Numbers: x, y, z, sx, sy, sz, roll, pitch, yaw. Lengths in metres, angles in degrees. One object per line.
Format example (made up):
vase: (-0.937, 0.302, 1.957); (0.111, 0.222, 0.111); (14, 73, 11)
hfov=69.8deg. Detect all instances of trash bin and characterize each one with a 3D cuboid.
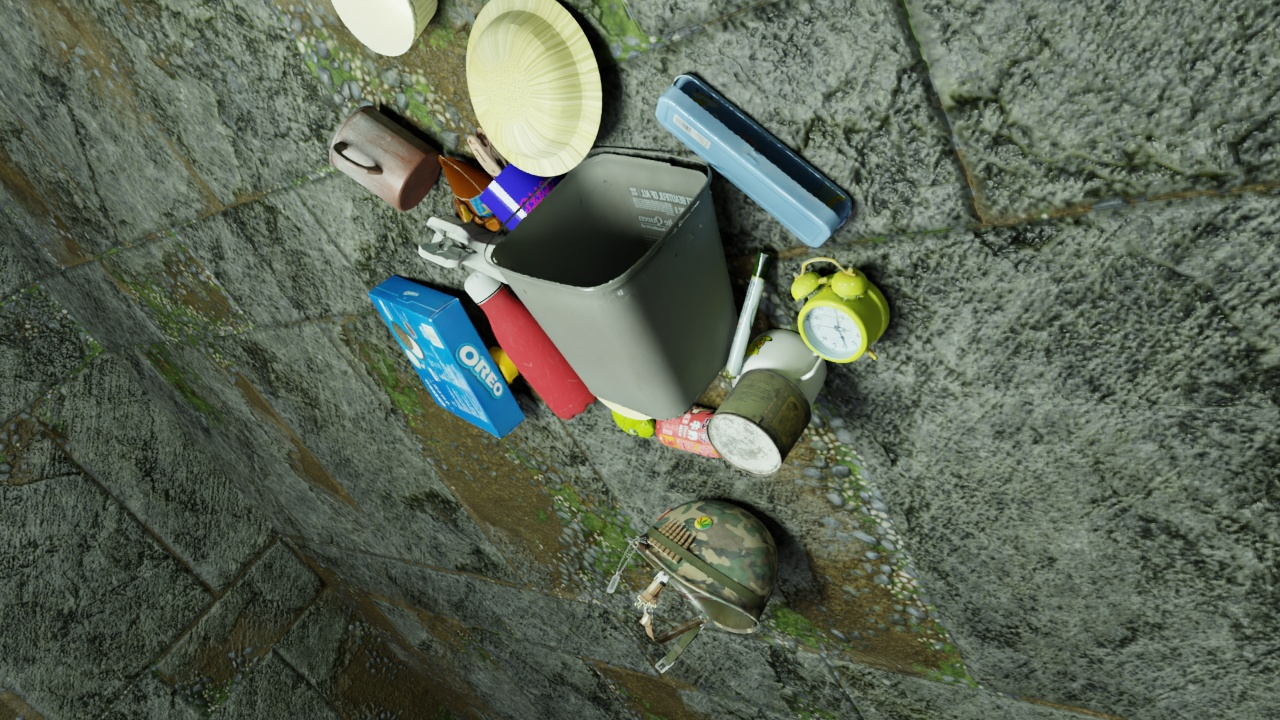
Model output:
trash bin: (-0.009, -0.073, 0.971); (0.198, 0.197, 0.220); (19, 148, 39)

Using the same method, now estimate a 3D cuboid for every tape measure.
tape measure: (-0.210, 0.006, 1.377); (0.068, 0.030, 0.059); (53, 152, -12)

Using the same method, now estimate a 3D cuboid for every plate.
plate: (-0.123, -0.273, 0.924); (0.184, 0.036, 0.185); (19, 124, 32)

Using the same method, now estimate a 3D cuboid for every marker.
marker: (0.114, -0.048, 0.975); (0.017, 0.017, 0.147); (23, 115, 21)

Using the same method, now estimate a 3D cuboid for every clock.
clock: (0.197, -0.054, 0.916); (0.083, 0.056, 0.119); (-1, 123, 44)

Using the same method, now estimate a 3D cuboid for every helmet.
helmet: (0.073, 0.307, 1.288); (0.225, 0.235, 0.193); (11, 152, 29)

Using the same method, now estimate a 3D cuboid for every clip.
clip: (-0.214, -0.150, 1.164); (0.125, 0.089, 0.150); (22, 178, 21)
clip: (-0.180, -0.241, 1.070); (0.026, 0.049, 0.061); (7, 108, 37)

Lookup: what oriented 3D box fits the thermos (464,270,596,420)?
thermos: (-0.152, -0.026, 1.254); (0.073, 0.073, 0.240); (-16, 118, 50)

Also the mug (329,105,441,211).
mug: (-0.317, -0.243, 1.117); (0.110, 0.122, 0.096); (30, 117, 6)

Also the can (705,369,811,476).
can: (0.126, 0.066, 0.979); (0.090, 0.074, 0.090); (26, 144, 20)

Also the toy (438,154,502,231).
toy: (-0.210, -0.206, 1.128); (0.103, 0.070, 0.090); (43, 165, 19)

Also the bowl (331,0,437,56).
bowl: (-0.260, -0.384, 0.950); (0.115, 0.062, 0.115); (25, 143, 20)

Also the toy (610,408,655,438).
toy: (-0.012, 0.065, 1.265); (0.094, 0.036, 0.094); (39, 140, 3)

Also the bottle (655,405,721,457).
bottle: (0.090, 0.093, 1.180); (0.138, 0.061, 0.062); (11, 137, 33)

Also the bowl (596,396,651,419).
bowl: (-0.007, 0.007, 1.157); (0.118, 0.073, 0.118); (25, 144, 20)

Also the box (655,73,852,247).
box: (0.109, -0.192, 0.873); (0.210, 0.052, 0.067); (40, 168, 2)

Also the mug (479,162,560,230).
mug: (-0.129, -0.182, 1.059); (0.083, 0.079, 0.111); (45, 174, -9)

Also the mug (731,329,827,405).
mug: (0.160, 0.016, 1.019); (0.094, 0.067, 0.116); (47, 145, -12)

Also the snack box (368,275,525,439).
snack box: (-0.294, -0.006, 1.392); (0.196, 0.056, 0.239); (20, 144, 45)
